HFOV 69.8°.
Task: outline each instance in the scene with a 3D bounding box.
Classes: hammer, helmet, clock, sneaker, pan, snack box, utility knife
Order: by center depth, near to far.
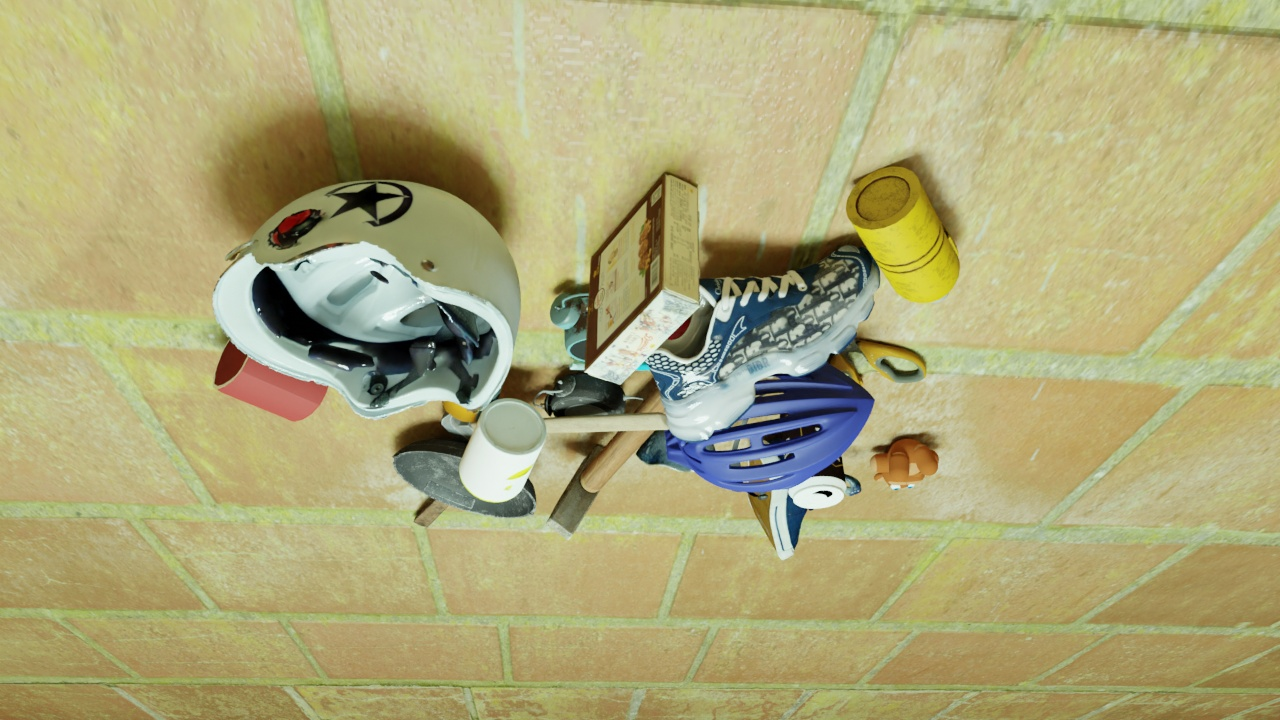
[{"bbox_3d":[-0.238,-0.072,0.841,0.264,0.163,0.237,-1,143,11],"label":"helmet"},{"bbox_3d":[0.000,-0.074,0.858,0.041,0.143,0.147,19,141,-24],"label":"snack box"},{"bbox_3d":[0.108,-0.043,0.916,0.269,0.103,0.132,-37,115,6],"label":"sneaker"},{"bbox_3d":[-0.047,-0.040,0.983,0.090,0.053,0.124,-8,157,12],"label":"clock"},{"bbox_3d":[-0.006,0.006,1.062,0.158,0.015,0.022,2,-171,21],"label":"utility knife"},{"bbox_3d":[0.153,0.087,1.084,0.242,0.147,0.228,-9,157,10],"label":"helmet"},{"bbox_3d":[-0.110,0.082,1.121,0.332,0.030,0.119,-3,146,34],"label":"hammer"},{"bbox_3d":[-0.068,0.047,1.125,0.122,0.043,0.091,18,147,-18],"label":"clock"},{"bbox_3d":[-0.012,0.095,1.146,0.037,0.157,0.302,37,124,-4],"label":"hammer"},{"bbox_3d":[-0.270,0.187,1.320,0.207,0.040,0.358,26,150,-17],"label":"pan"},{"bbox_3d":[0.230,0.193,1.322,0.127,0.120,0.295,-22,145,-9],"label":"sneaker"}]

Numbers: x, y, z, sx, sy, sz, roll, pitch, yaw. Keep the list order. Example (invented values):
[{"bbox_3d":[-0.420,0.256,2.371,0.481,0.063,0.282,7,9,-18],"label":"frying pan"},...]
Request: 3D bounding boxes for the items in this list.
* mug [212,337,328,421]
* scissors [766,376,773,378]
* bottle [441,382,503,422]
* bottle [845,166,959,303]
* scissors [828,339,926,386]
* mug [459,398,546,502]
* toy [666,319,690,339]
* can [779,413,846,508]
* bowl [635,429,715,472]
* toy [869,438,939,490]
[{"bbox_3d":[-0.427,0.018,1.046,0.117,0.080,0.096,-20,143,37],"label":"mug"},{"bbox_3d":[0.142,-0.015,1.070,0.084,0.012,0.133,-20,138,30],"label":"scissors"},{"bbox_3d":[-0.185,0.005,1.041,0.067,0.067,0.157,8,145,-13],"label":"bottle"},{"bbox_3d":[0.261,-0.108,0.880,0.071,0.071,0.164,-20,142,26],"label":"bottle"},{"bbox_3d":[0.238,-0.006,1.081,0.225,0.016,0.167,27,137,-34],"label":"scissors"},{"bbox_3d":[-0.163,0.107,1.084,0.082,0.082,0.106,11,139,-17],"label":"mug"},{"bbox_3d":[0.085,-0.032,0.999,0.137,0.067,0.106,-12,130,7],"label":"toy"},{"bbox_3d":[0.217,0.115,1.159,0.072,0.128,0.072,-1,146,-1],"label":"can"},{"bbox_3d":[0.051,0.107,1.193,0.110,0.055,0.110,7,-174,-1],"label":"bowl"},{"bbox_3d":[0.367,0.155,1.284,0.095,0.065,0.128,-4,151,1],"label":"toy"}]
